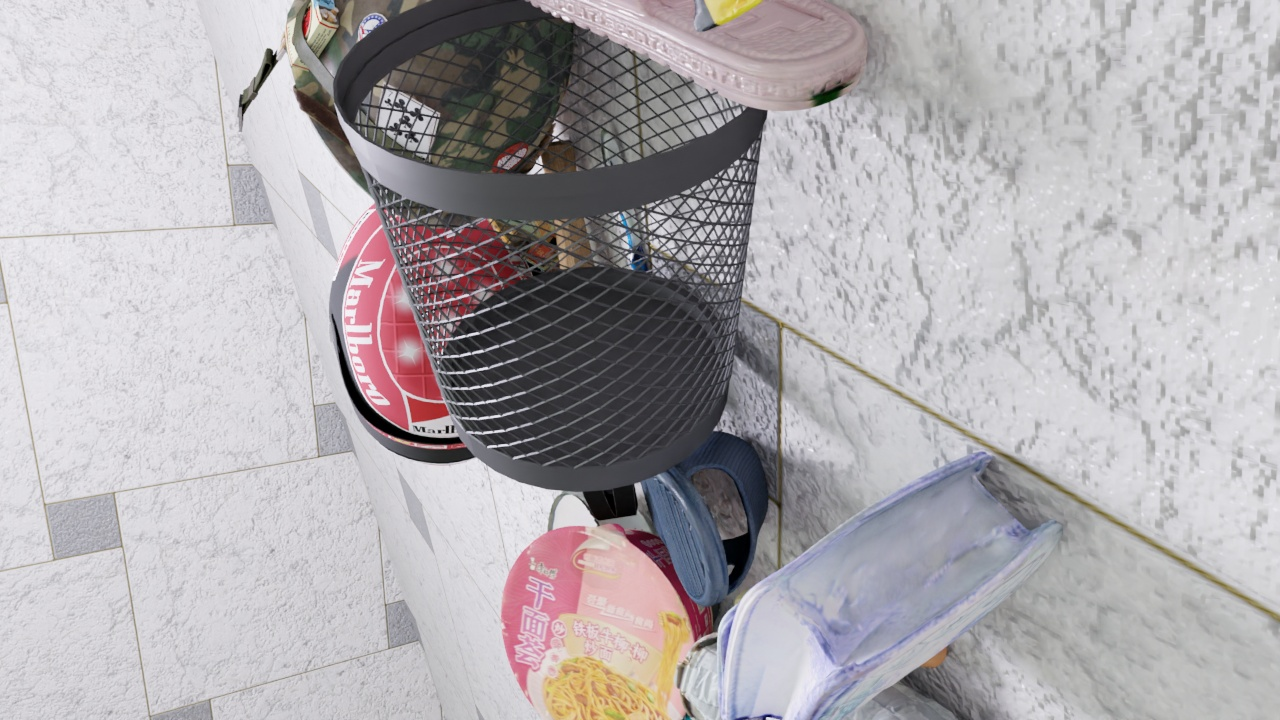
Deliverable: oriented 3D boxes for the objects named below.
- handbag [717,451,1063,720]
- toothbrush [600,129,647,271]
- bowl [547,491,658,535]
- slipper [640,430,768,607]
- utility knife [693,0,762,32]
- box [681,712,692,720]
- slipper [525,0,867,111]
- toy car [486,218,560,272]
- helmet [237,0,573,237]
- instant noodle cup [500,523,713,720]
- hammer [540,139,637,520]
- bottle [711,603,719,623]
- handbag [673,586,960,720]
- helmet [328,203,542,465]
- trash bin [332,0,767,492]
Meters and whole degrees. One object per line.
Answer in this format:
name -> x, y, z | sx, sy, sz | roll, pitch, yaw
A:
handbag -> 0.111, 0.121, 0.445 | 0.069, 0.158, 0.127 | 49, 150, 29
toothbrush -> -0.006, -0.077, 0.684 | 0.016, 0.017, 0.189 | 21, 129, 59
bowl -> -0.026, 0.191, 0.861 | 0.153, 0.072, 0.153 | 28, 123, 56
slipper -> 0.048, 0.099, 0.660 | 0.263, 0.082, 0.101 | -159, 53, -83
utility knife -> 0.096, -0.183, 0.318 | 0.228, 0.019, 0.030 | -24, 84, 48
box -> 0.085, 0.303, 0.751 | 0.117, 0.097, 0.227 | 41, 150, 5
slipper -> 0.015, -0.200, 0.456 | 0.239, 0.094, 0.064 | 41, 149, 34
toy car -> -0.085, -0.109, 0.771 | 0.047, 0.047, 0.112 | 55, -168, 21
helmet -> -0.155, -0.198, 0.657 | 0.237, 0.192, 0.224 | -8, 70, 48
instant noodle cup -> -0.018, 0.210, 0.734 | 0.179, 0.077, 0.179 | 4, 98, 30
hammer -> -0.042, -0.021, 0.740 | 0.132, 0.040, 0.305 | -87, -12, -78
bottle -> 0.039, 0.234, 0.815 | 0.047, 0.046, 0.113 | 54, 152, 27
handbag -> 0.124, 0.201, 0.549 | 0.172, 0.112, 0.123 | 23, 97, 42
helmet -> -0.182, -0.025, 0.843 | 0.225, 0.197, 0.271 | -159, 67, -75
trash bin -> -0.039, -0.068, 0.536 | 0.218, 0.217, 0.228 | 46, 152, 39
